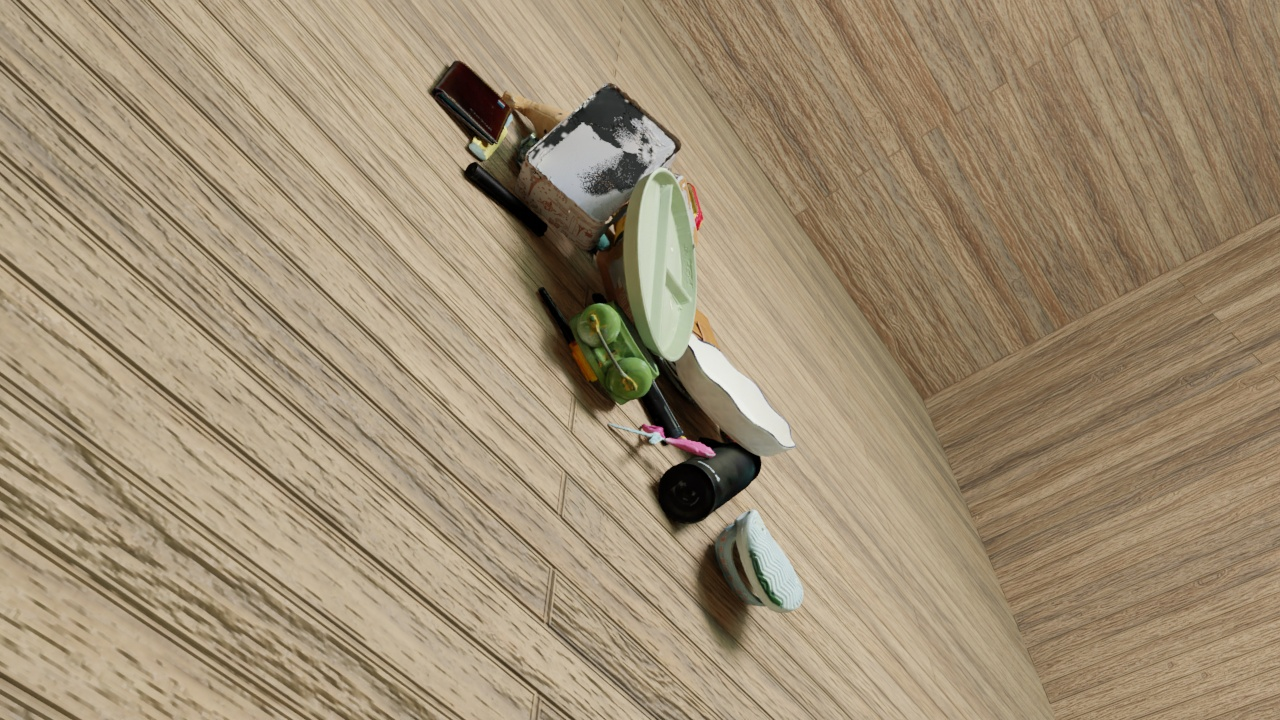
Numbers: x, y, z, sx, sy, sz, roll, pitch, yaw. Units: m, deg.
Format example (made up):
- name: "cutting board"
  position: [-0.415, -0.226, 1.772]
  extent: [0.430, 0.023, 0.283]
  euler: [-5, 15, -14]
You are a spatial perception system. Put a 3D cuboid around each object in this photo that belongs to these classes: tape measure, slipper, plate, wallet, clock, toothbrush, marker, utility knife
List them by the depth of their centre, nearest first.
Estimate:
- name: "clock"
  position: [-0.029, -0.011, 1.027]
  extent: [0.116, 0.056, 0.161]
  euler: [58, 6, -3]
- name: "marker"
  position: [-0.083, -0.030, 1.036]
  extent: [0.124, 0.015, 0.018]
  euler: [59, -10, 7]
- name: "slipper"
  position: [0.130, 0.235, 1.082]
  extent: [0.104, 0.074, 0.245]
  euler: [58, 4, 2]
- name: "marker"
  position: [-0.157, -0.189, 1.086]
  extent: [0.132, 0.020, 0.022]
  euler: [39, 43, -46]
- name: "plate"
  position: [0.026, -0.113, 1.099]
  extent: [0.230, 0.027, 0.230]
  euler: [-2, 90, -71]
- name: "wallet"
  position: [-0.208, -0.322, 1.144]
  extent: [0.096, 0.020, 0.122]
  euler: [38, 28, -21]
- name: "toothbrush"
  position: [-0.007, 0.007, 1.148]
  extent: [0.027, 0.026, 0.212]
  euler: [-14, 73, -56]
- name: "utility knife"
  position: [-0.189, -0.293, 1.177]
  extent: [0.031, 0.021, 0.208]
  euler: [56, 15, -22]
- name: "plate"
  position: [0.123, 0.051, 1.234]
  extent: [0.205, 0.046, 0.204]
  euler: [42, 13, -12]
- name: "tape measure"
  position: [-0.067, -0.175, 1.268]
  extent: [0.058, 0.025, 0.054]
  euler: [56, 20, -9]
- name: "plate"
  position: [0.049, -0.003, 1.303]
  extent: [0.179, 0.024, 0.179]
  euler: [49, 20, -25]
- name: "wallet"
  position: [0.077, -0.045, 1.355]
  extent: [0.130, 0.035, 0.119]
  euler: [34, 24, -50]

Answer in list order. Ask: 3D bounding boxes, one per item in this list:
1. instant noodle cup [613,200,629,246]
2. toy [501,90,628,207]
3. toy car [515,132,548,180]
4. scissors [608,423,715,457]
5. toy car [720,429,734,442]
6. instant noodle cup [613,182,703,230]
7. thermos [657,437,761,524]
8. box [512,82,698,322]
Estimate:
- name: "instant noodle cup"
  position: [0.013, -0.174, 1.338]
  extent: [0.118, 0.119, 0.114]
  euler: [49, 29, -24]
- name: "toy"
  position: [-0.097, -0.303, 1.297]
  extent: [0.226, 0.082, 0.143]
  euler: [47, -13, -27]
- name: "toy car"
  position: [-0.140, -0.268, 1.218]
  extent: [0.054, 0.037, 0.120]
  euler: [50, 13, -20]
- name: "scissors"
  position: [0.020, 0.087, 1.053]
  extent: [0.133, 0.017, 0.131]
  euler: [17, 5, -23]
- name: "toy car"
  position: [0.141, 0.095, 1.368]
  extent: [0.049, 0.031, 0.106]
  euler: [46, 25, -29]
- name: "instant noodle cup"
  position: [0.020, -0.246, 1.474]
  extent: [0.123, 0.116, 0.116]
  euler: [30, 33, -31]
- name: "thermos"
  position: [0.083, 0.138, 1.131]
  extent: [0.090, 0.068, 0.242]
  euler: [31, 12, 15]
- name: "box"
  position: [-0.022, -0.197, 1.165]
  extent: [0.178, 0.133, 0.271]
  euler: [-49, 118, -26]
